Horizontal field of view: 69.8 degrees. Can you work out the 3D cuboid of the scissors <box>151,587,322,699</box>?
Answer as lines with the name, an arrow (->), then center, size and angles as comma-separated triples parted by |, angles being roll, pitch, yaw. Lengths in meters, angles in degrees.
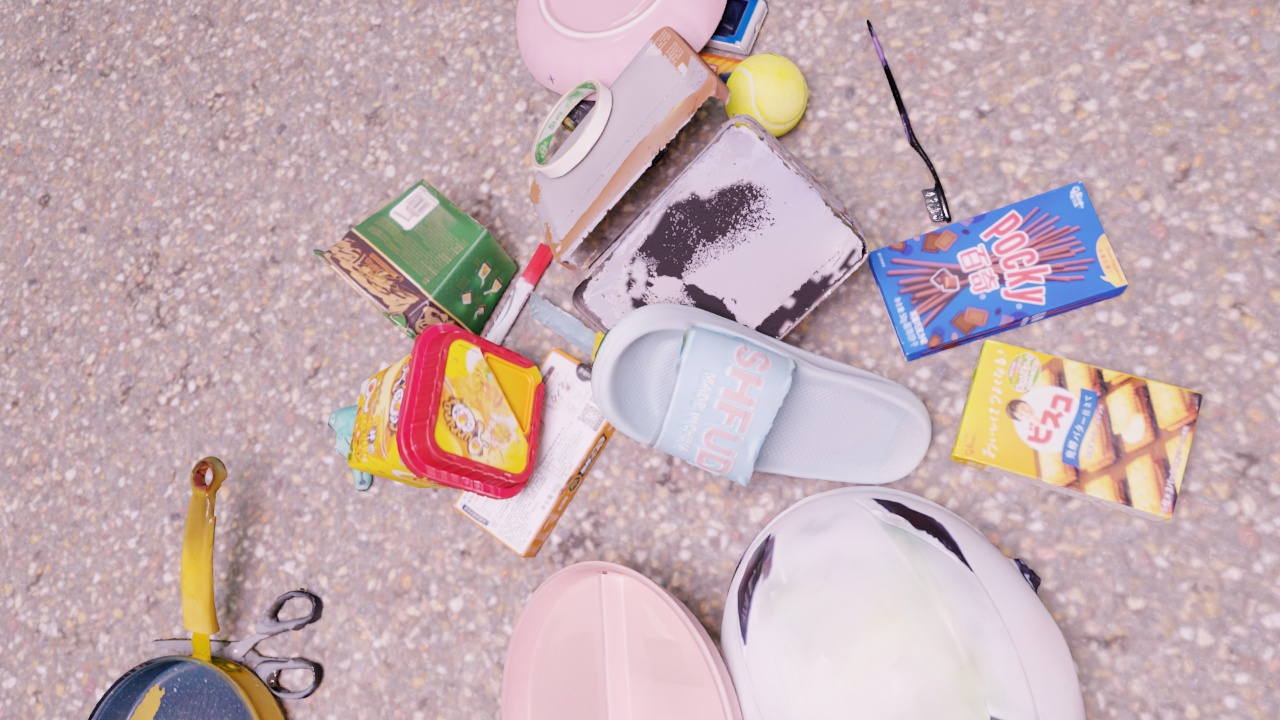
scissors -> -0.335, 0.246, 0.768 | 0.164, 0.014, 0.164 | 39, 90, 23

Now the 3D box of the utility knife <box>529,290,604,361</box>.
utility knife -> -0.004, 0.004, 0.728 | 0.223, 0.015, 0.033 | 32, 88, 19

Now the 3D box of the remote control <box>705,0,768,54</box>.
remote control -> 0.043, -0.298, 0.787 | 0.125, 0.024, 0.049 | 20, 83, 21

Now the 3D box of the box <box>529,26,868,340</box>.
box -> 0.023, -0.111, 0.670 | 0.180, 0.136, 0.269 | -45, 67, 19

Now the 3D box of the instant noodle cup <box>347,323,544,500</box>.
instant noodle cup -> -0.153, 0.047, 0.696 | 0.124, 0.116, 0.116 | -16, 60, 40

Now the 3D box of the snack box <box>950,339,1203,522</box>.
snack box -> 0.292, 0.046, 0.623 | 0.140, 0.033, 0.087 | 16, 81, 21

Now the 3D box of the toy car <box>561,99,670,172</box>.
toy car -> -0.021, -0.196, 0.776 | 0.106, 0.031, 0.049 | 36, 89, 23

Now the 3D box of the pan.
pan -> -0.357, 0.255, 0.725 | 0.198, 0.078, 0.357 | 8, 82, 20

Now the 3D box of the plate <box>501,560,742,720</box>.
plate -> -0.016, 0.250, 0.612 | 0.230, 0.028, 0.229 | -4, 84, 45

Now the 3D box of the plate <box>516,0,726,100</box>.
plate -> -0.023, -0.312, 0.775 | 0.193, 0.039, 0.192 | -7, 69, 17

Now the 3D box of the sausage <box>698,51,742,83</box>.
sausage -> 0.028, -0.256, 0.783 | 0.165, 0.021, 0.021 | 17, 81, 20

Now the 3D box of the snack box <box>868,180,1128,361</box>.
snack box -> 0.255, -0.063, 0.664 | 0.157, 0.026, 0.084 | -19, 71, 11

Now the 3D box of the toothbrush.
toothbrush -> 0.205, -0.189, 0.718 | 0.017, 0.014, 0.189 | -23, 70, 23

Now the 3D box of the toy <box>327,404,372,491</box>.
toy -> -0.224, 0.059, 0.775 | 0.092, 0.030, 0.096 | -13, 80, 18

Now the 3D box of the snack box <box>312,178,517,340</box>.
snack box -> -0.172, -0.077, 0.749 | 0.118, 0.117, 0.105 | 38, 84, 19

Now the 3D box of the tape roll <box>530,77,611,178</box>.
tape roll -> -0.056, -0.186, 0.734 | 0.086, 0.014, 0.085 | -33, 42, 34

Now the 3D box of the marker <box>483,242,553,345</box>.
marker -> -0.114, -0.034, 0.771 | 0.017, 0.017, 0.145 | 29, 86, 21

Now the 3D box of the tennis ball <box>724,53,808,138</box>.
tennis ball -> 0.099, -0.209, 0.727 | 0.065, 0.065, 0.065 | -4, 75, 15

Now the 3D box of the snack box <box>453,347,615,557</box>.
snack box -> -0.077, 0.072, 0.728 | 0.075, 0.026, 0.153 | 31, 86, 22

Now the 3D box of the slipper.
slipper -> 0.083, 0.040, 0.609 | 0.245, 0.074, 0.104 | 14, 119, -12

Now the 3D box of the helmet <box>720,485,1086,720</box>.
helmet -> 0.150, 0.196, 0.565 | 0.229, 0.146, 0.258 | -22, 71, 10
